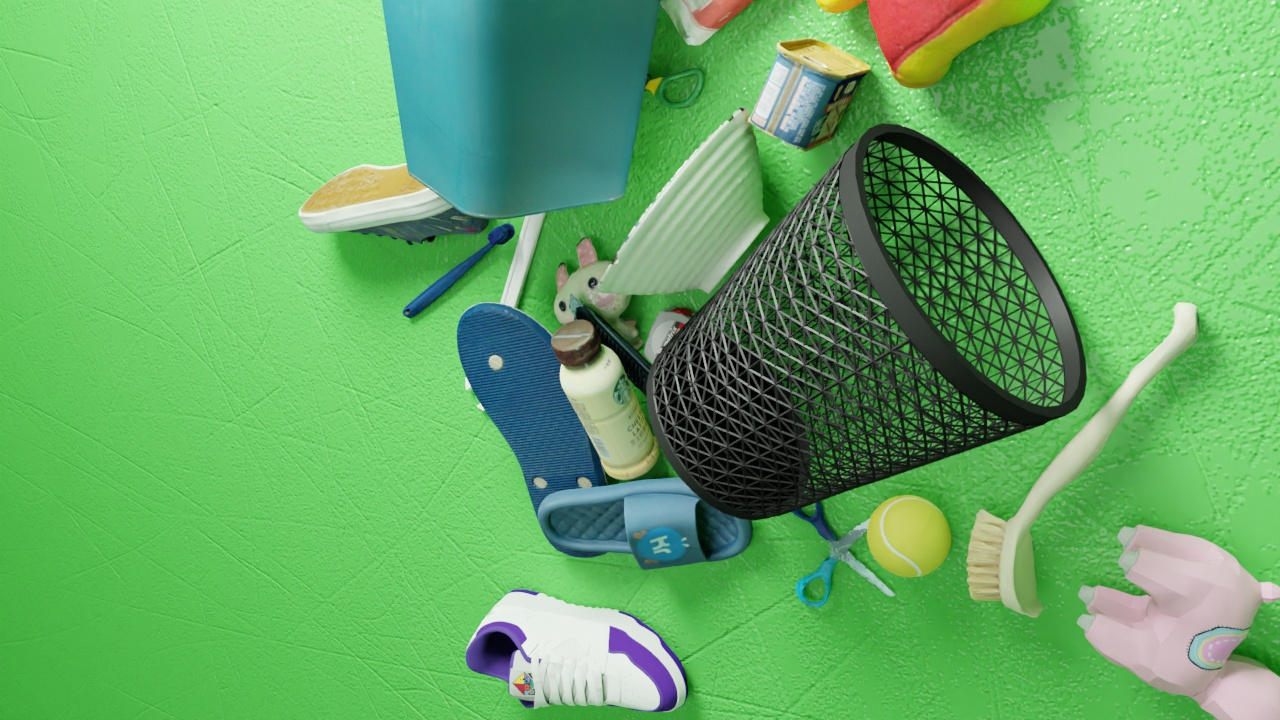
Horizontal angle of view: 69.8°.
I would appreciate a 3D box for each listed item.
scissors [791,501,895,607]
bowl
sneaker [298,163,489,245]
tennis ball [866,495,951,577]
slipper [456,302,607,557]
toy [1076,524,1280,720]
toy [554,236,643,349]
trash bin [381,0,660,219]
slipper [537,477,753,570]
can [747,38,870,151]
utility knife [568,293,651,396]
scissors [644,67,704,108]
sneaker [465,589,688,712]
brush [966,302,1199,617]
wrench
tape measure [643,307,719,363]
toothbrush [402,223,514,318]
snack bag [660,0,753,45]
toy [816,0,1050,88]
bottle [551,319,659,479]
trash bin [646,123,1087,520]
[{"bbox_3d":[0.168,0.165,0.809,0.133,0.014,0.128,48,124,10],"label":"scissors"},{"bbox_3d":[0.049,-0.101,0.702,0.071,0.176,0.178,40,123,0],"label":"bowl"},{"bbox_3d":[-0.251,-0.147,0.924,0.236,0.087,0.079,0,138,35],"label":"sneaker"},{"bbox_3d":[0.216,0.142,0.740,0.065,0.065,0.065,11,111,28],"label":"tennis ball"},{"bbox_3d":[-0.085,0.067,0.906,0.118,0.060,0.295,-5,117,27],"label":"slipper"},{"bbox_3d":[0.399,0.196,0.649,0.157,0.067,0.123,28,118,16],"label":"toy"},{"bbox_3d":[-0.041,-0.055,0.844,0.087,0.050,0.112,-30,84,35],"label":"toy"},{"bbox_3d":[-0.096,-0.244,0.716,0.199,0.196,0.219,38,132,44],"label":"trash bin"},{"bbox_3d":[0.002,0.161,0.861,0.214,0.059,0.104,-4,131,21],"label":"slipper"},{"bbox_3d":[0.122,-0.193,0.663,0.054,0.099,0.059,33,121,15],"label":"can"},{"bbox_3d":[-0.005,0.005,0.828,0.174,0.020,0.029,45,136,-10],"label":"utility knife"},{"bbox_3d":[-0.003,-0.243,0.776,0.126,0.011,0.127,0,104,32],"label":"scissors"},{"bbox_3d":[-0.076,0.316,0.949,0.244,0.110,0.092,11,111,28],"label":"sneaker"},{"bbox_3d":[0.318,0.076,0.669,0.077,0.061,0.273,29,115,15],"label":"brush"},{"bbox_3d":[-0.128,-0.064,0.914,0.047,0.009,0.274,32,120,19],"label":"wrench"},{"bbox_3d":[0.038,-0.014,0.823,0.062,0.020,0.060,38,122,16],"label":"tape measure"},{"bbox_3d":[-0.190,-0.088,0.932,0.191,0.017,0.016,-30,84,38],"label":"toothbrush"},{"bbox_3d":[0.064,-0.306,0.699,0.116,0.036,0.077,-31,88,35],"label":"snack bag"},{"bbox_3d":[0.169,-0.296,0.606,0.148,0.098,0.216,-33,92,25],"label":"toy"},{"bbox_3d":[-0.032,0.036,0.822,0.057,0.056,0.162,4,136,30],"label":"bottle"},{"bbox_3d":[0.141,-0.004,0.661,0.244,0.216,0.217,-39,84,41],"label":"trash bin"}]
